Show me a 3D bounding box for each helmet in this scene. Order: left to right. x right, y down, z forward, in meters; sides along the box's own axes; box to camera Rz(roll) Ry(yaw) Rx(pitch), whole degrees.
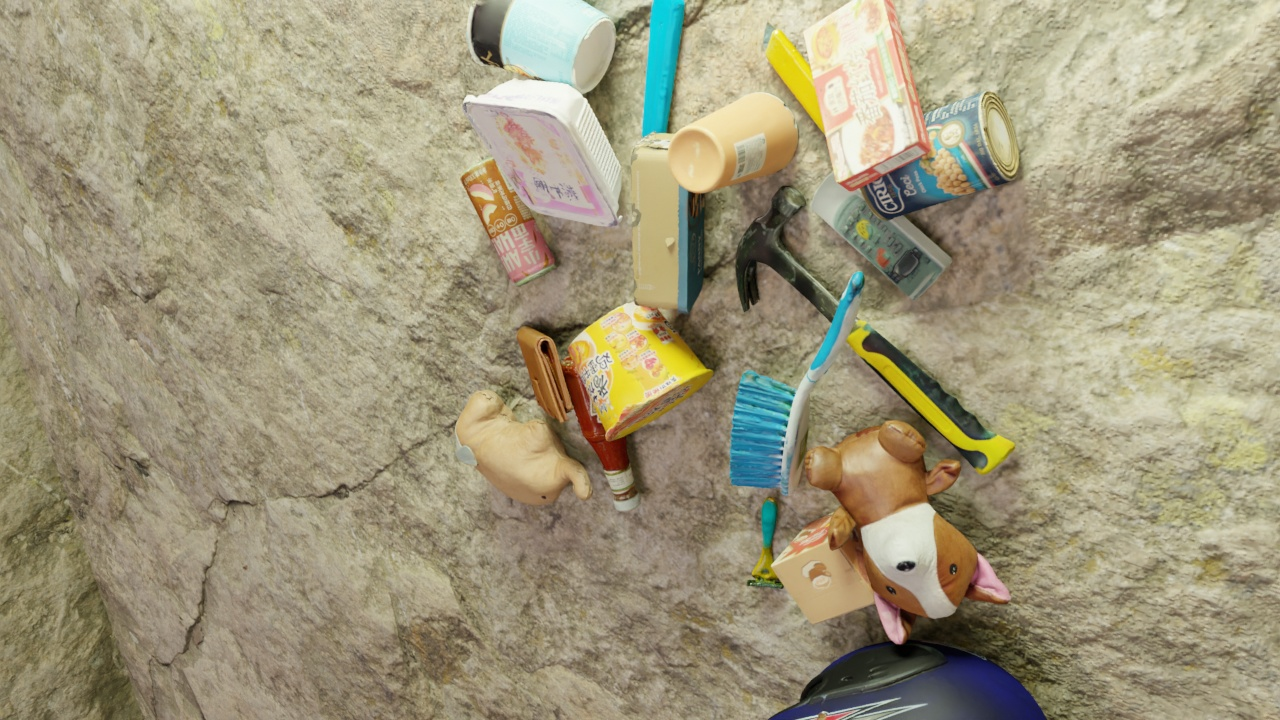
[{"bbox_3d":[0.254,0.405,0.915,0.316,0.239,0.247,-18,101,31],"label":"helmet"}]

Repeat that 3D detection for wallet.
[{"bbox_3d":[-0.117,0.015,1.114,0.132,0.031,0.108,-154,48,-71],"label":"wallet"}]

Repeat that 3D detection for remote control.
[{"bbox_3d":[0.214,-0.116,0.829,0.135,0.019,0.056,45,149,10],"label":"remote control"}]

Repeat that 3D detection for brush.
[{"bbox_3d":[0.149,0.028,0.909,0.109,0.060,0.315,19,136,22],"label":"brush"}]

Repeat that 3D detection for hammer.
[{"bbox_3d":[0.217,-0.015,0.879,0.323,0.031,0.126,45,132,10],"label":"hammer"}]

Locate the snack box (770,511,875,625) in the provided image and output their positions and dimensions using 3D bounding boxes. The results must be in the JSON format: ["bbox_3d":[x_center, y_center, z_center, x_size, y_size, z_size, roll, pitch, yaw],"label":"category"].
[{"bbox_3d":[0.209,0.208,0.955,0.093,0.094,0.077,-37,87,43],"label":"snack box"}]

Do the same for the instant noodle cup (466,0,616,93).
[{"bbox_3d":[-0.094,-0.327,0.922,0.120,0.111,0.111,30,128,16],"label":"instant noodle cup"}]

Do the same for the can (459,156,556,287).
[{"bbox_3d":[-0.155,-0.163,1.078,0.058,0.057,0.147,-21,98,43],"label":"can"}]

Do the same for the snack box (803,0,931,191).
[{"bbox_3d":[0.183,-0.222,0.750,0.075,0.025,0.152,-23,65,37],"label":"snack box"}]

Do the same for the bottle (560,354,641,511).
[{"bbox_3d":[-0.042,0.087,1.119,0.060,0.059,0.206,-3,110,39],"label":"bottle"}]

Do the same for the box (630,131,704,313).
[{"bbox_3d":[0.029,-0.133,0.922,0.061,0.089,0.184,4,119,15],"label":"box"}]

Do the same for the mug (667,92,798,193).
[{"bbox_3d":[0.082,-0.194,0.832,0.078,0.122,0.078,17,122,30],"label":"mug"}]

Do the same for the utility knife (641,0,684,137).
[{"bbox_3d":[0.015,-0.249,0.927,0.034,0.018,0.237,23,124,25],"label":"utility knife"}]

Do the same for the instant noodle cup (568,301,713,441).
[{"bbox_3d":[-0.006,0.006,1.003,0.138,0.137,0.110,-41,76,43],"label":"instant noodle cup"}]

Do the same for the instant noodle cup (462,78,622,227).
[{"bbox_3d":[-0.088,-0.221,0.953,0.138,0.060,0.173,16,157,31],"label":"instant noodle cup"}]

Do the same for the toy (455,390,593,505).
[{"bbox_3d":[-0.149,0.132,1.209,0.226,0.082,0.144,28,137,22],"label":"toy"}]

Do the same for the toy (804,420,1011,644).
[{"bbox_3d":[0.247,0.157,0.862,0.140,0.130,0.199,-25,84,21],"label":"toy"}]

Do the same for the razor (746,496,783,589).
[{"bbox_3d":[0.145,0.206,1.050,0.043,0.028,0.133,4,120,11],"label":"razor"}]

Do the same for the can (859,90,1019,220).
[{"bbox_3d":[0.243,-0.166,0.752,0.111,0.075,0.075,-14,103,41],"label":"can"}]

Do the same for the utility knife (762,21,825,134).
[{"bbox_3d":[0.160,-0.236,0.822,0.164,0.015,0.033,54,134,3],"label":"utility knife"}]
